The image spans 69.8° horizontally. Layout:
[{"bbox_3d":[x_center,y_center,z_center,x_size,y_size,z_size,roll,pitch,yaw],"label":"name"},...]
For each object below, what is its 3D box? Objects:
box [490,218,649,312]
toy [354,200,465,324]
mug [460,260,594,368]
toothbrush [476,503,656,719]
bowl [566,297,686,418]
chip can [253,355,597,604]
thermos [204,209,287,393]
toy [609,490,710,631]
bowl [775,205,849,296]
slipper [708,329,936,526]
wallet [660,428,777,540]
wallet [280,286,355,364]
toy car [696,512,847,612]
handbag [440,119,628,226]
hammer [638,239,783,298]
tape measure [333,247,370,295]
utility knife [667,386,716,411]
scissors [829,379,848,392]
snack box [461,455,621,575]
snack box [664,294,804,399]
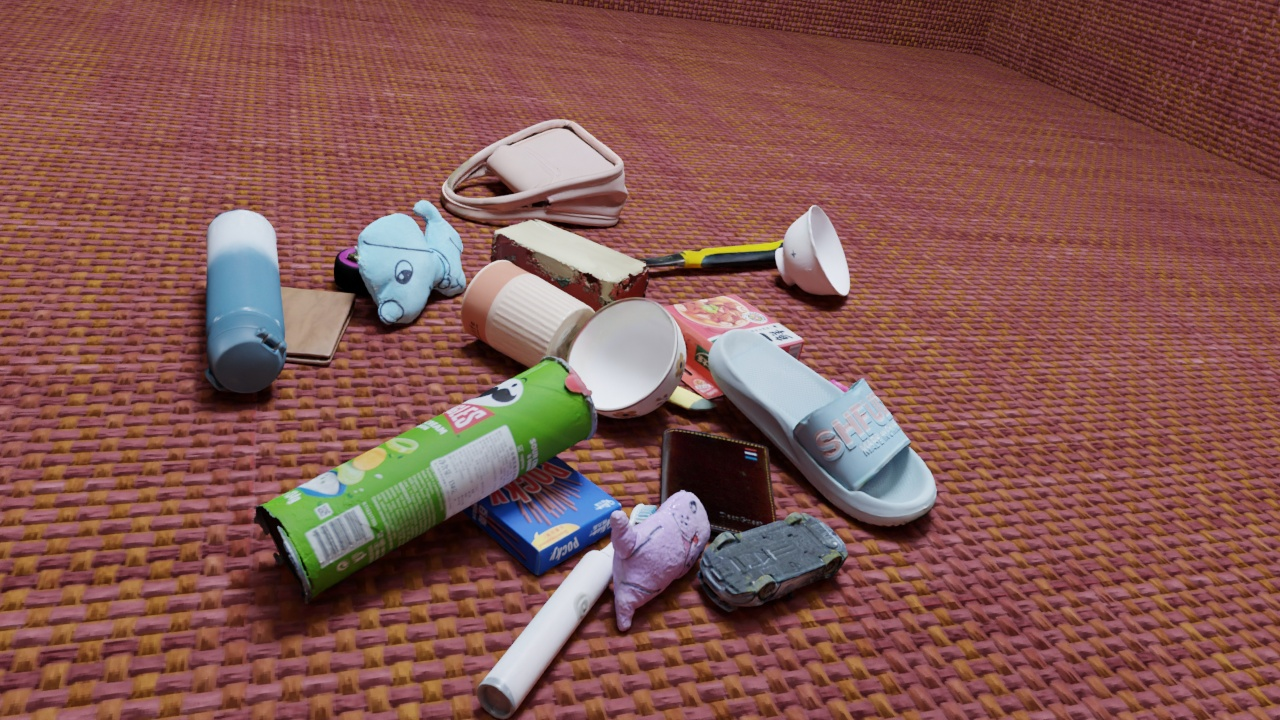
[{"bbox_3d":[-0.080,-0.102,1.004,0.168,0.079,0.091,25,32,24],"label":"box"},{"bbox_3d":[-0.235,-0.102,0.940,0.156,0.050,0.161,24,54,-51],"label":"toy"},{"bbox_3d":[-0.099,-0.037,0.895,0.106,0.082,0.114,29,9,25],"label":"mug"},{"bbox_3d":[-0.040,0.156,0.623,0.026,0.027,0.220,0,23,26],"label":"toothbrush"},{"bbox_3d":[-0.005,0.005,0.840,0.113,0.113,0.062,38,-2,38],"label":"bowl"},{"bbox_3d":[-0.141,0.075,0.639,0.235,0.072,0.072,-29,47,-32],"label":"chip can"},{"bbox_3d":[-0.354,-0.056,0.817,0.070,0.070,0.220,-2,37,-23],"label":"thermos"},{"bbox_3d":[0.013,0.129,0.645,0.039,0.084,0.107,7,17,37],"label":"toy"},{"bbox_3d":[0.208,-0.126,1.146,0.065,0.118,0.118,-20,16,29],"label":"bowl"},{"bbox_3d":[0.163,0.044,0.811,0.103,0.074,0.245,-22,55,-43],"label":"slipper"},{"bbox_3d":[0.063,0.104,0.758,0.096,0.020,0.122,9,32,-3],"label":"wallet"},{"bbox_3d":[-0.330,-0.035,0.864,0.101,0.020,0.115,5,33,-8],"label":"wallet"},{"bbox_3d":[0.098,0.147,0.673,0.120,0.037,0.054,-11,39,-34],"label":"toy car"},{"bbox_3d":[-0.153,-0.239,1.231,0.233,0.093,0.193,-17,40,-28],"label":"handbag"},{"bbox_3d":[0.068,-0.124,1.141,0.322,0.032,0.126,-8,35,-31],"label":"hammer"},{"bbox_3d":[-0.290,-0.095,0.959,0.057,0.039,0.057,20,31,14],"label":"tape measure"},{"bbox_3d":[-0.004,0.014,0.892,0.173,0.019,0.030,29,30,27],"label":"utility knife"},{"bbox_3d":[0.161,0.049,0.892,0.096,0.017,0.136,21,35,15],"label":"scissors"},{"bbox_3d":[-0.099,0.095,0.707,0.157,0.026,0.084,32,37,32],"label":"snack box"},{"bbox_3d":[0.084,-0.018,0.949,0.126,0.044,0.113,-14,38,-36],"label":"snack box"}]
